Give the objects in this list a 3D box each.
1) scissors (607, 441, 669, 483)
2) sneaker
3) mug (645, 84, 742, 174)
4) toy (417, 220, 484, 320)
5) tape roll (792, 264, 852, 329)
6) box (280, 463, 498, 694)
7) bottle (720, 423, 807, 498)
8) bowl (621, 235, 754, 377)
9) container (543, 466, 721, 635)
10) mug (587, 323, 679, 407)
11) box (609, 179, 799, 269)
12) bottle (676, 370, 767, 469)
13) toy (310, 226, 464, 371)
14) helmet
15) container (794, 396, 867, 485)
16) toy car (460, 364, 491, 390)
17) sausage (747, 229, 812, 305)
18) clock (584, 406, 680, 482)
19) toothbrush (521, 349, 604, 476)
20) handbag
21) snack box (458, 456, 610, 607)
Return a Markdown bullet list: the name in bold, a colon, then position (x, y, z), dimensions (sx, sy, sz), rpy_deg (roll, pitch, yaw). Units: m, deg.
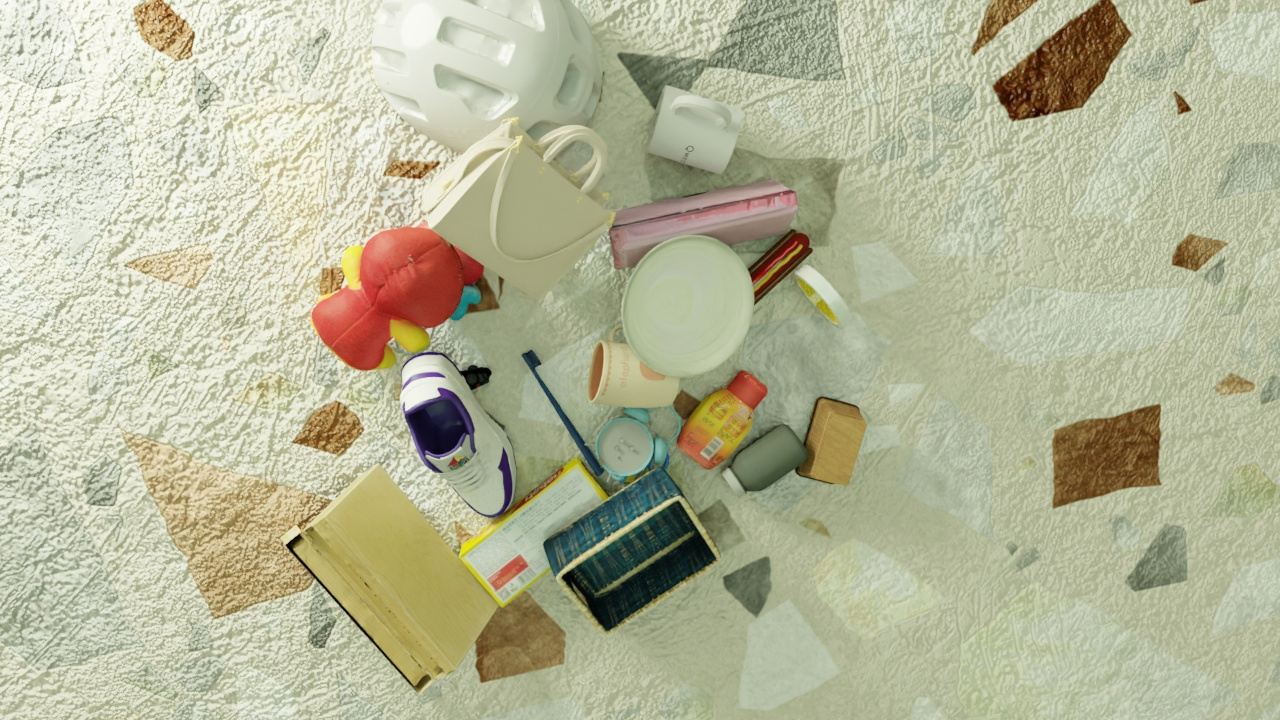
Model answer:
- **scissors**: position (-0.009, 0.168, 1.218), dimensions (0.109, 0.018, 0.131), rpy_deg (13, 95, -4)
- **sneaker**: position (-0.217, 0.112, 1.118), dimensions (0.092, 0.111, 0.244), rpy_deg (-23, 118, 2)
- **mug**: position (0.068, -0.285, 1.108), dimensions (0.096, 0.120, 0.083), rpy_deg (15, 80, -8)
- **toy**: position (-0.238, -0.113, 1.137), dimensions (0.092, 0.062, 0.133), rpy_deg (10, 115, 8)
- **tape roll**: position (0.231, -0.081, 1.165), dimensions (0.019, 0.094, 0.094), rpy_deg (-40, 100, 1)
- **box**: position (-0.323, 0.284, 1.146), dimensions (0.179, 0.141, 0.248), rpy_deg (-36, 100, 10)
- **bottle**: position (0.162, 0.134, 1.207), dimensions (0.108, 0.060, 0.060), rpy_deg (-34, 100, 0)
- **bowl**: position (0.050, -0.071, 1.140), dimensions (0.176, 0.058, 0.177), rpy_deg (-6, 106, -20)
- **container**: position (-0.010, 0.243, 1.174), dimensions (0.187, 0.071, 0.145), rpy_deg (-33, 126, -2)
- **mug**: position (-0.007, 0.007, 1.169), dimensions (0.104, 0.085, 0.111), rpy_deg (10, 68, -15)
- **box**: position (0.072, -0.184, 1.142), dimensions (0.232, 0.099, 0.080), rpy_deg (-13, 78, -2)
- **bottle**: position (0.110, 0.075, 1.199), dimensions (0.071, 0.048, 0.134), rpy_deg (39, 93, -11)
- **toy**: position (-0.297, -0.074, 1.084), dimensions (0.147, 0.098, 0.217), rpy_deg (44, 121, -15)
- **helmet**: position (-0.187, -0.361, 1.085), dimensions (0.282, 0.183, 0.224), rpy_deg (28, 90, 12)
- **container**: position (0.254, 0.111, 1.211), dimensions (0.063, 0.061, 0.114), rpy_deg (15, 96, -8)
- **toy car**: position (-0.232, 0.032, 1.163), dimensions (0.091, 0.042, 0.036), rpy_deg (-12, 106, -3)
- **sausage**: position (0.157, -0.107, 1.182), dimensions (0.155, 0.040, 0.040), rpy_deg (-43, 100, 1)
- **clock**: position (-0.004, 0.101, 1.188), dimensions (0.123, 0.042, 0.087), rpy_deg (-31, 89, -4)
- **toothbrush**: position (-0.099, 0.069, 1.195), dimensions (0.017, 0.016, 0.190), rpy_deg (-32, 100, -7)
- **handbag**: position (-0.117, -0.190, 1.059), dimensions (0.198, 0.101, 0.194), rpy_deg (-39, 134, 19)
- **snack box**: position (-0.132, 0.223, 1.200), dimensions (0.200, 0.042, 0.092), rpy_deg (-38, 100, 1)
